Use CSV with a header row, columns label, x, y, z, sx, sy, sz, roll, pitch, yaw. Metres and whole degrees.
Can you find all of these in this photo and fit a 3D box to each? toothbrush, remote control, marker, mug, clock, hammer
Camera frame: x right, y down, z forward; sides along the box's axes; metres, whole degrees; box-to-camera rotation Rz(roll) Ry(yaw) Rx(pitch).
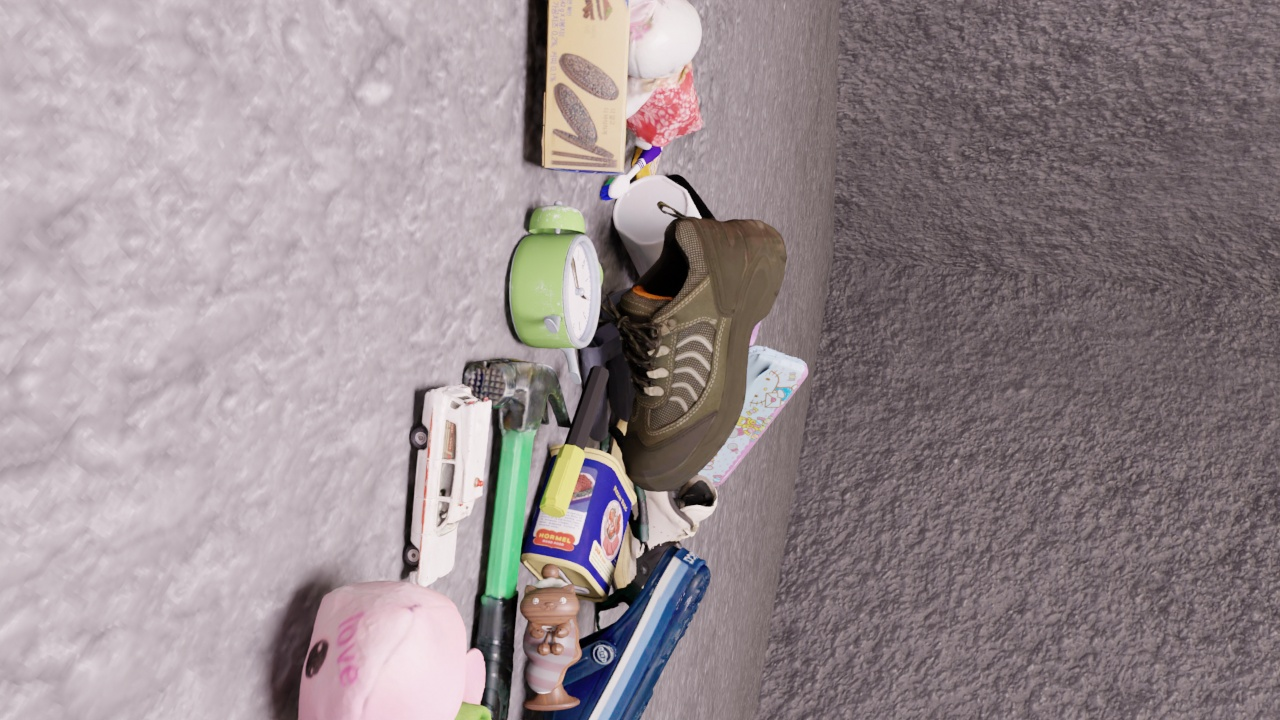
label,x,y,z,sx,sy,sz,roll,pitch,yaw
toothbrush,0.010,-0.192,0.840,0.015,0.016,0.186,61,39,-23
remote control,0.071,-0.143,0.948,0.152,0.020,0.041,57,6,37
marker,-0.046,0.055,0.663,0.021,0.017,0.123,78,23,-51
mug,-0.005,0.005,0.825,0.123,0.084,0.104,-34,136,-39
clock,-0.057,-0.055,0.645,0.094,0.042,0.119,73,24,-54
hammer,-0.095,0.158,0.629,0.130,0.032,0.319,-2,98,-75

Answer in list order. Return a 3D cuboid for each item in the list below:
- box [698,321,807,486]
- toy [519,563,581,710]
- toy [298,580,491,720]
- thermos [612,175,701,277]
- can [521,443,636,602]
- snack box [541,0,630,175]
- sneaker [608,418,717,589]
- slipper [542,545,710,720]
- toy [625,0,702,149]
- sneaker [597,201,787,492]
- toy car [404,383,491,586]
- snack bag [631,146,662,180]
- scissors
label,x,y,z,sx,sy,sz,roll,pitch,yaw
box,0.101,0.048,1.009,0.215,0.092,0.088,-59,-176,39
toy,-0.062,0.195,0.634,0.055,0.041,0.102,174,-85,-83
toy,-0.122,0.211,0.443,0.189,0.088,0.238,-17,118,-55
thermos,0.037,-0.091,0.905,0.220,0.099,0.099,51,47,-63
can,-0.048,0.134,0.739,0.116,0.056,0.092,69,32,-59
snack box,-0.036,-0.230,0.612,0.056,0.057,0.207,-120,-148,-75
sneaker,0.027,0.155,0.932,0.088,0.102,0.242,-62,154,-54
slipper,-0.034,0.254,0.739,0.253,0.095,0.105,-59,169,1
toy,0.008,-0.251,0.744,0.158,0.084,0.194,-55,157,-22
sneaker,0.013,-0.012,0.718,0.101,0.142,0.238,34,-74,60
toy car,-0.108,0.072,0.524,0.039,0.039,0.113,-12,108,-74
snack bag,0.011,-0.207,0.880,0.026,0.020,0.099,74,27,-57
scissors,-0.017,0.171,0.850,0.202,0.015,0.201,-50,-128,50
